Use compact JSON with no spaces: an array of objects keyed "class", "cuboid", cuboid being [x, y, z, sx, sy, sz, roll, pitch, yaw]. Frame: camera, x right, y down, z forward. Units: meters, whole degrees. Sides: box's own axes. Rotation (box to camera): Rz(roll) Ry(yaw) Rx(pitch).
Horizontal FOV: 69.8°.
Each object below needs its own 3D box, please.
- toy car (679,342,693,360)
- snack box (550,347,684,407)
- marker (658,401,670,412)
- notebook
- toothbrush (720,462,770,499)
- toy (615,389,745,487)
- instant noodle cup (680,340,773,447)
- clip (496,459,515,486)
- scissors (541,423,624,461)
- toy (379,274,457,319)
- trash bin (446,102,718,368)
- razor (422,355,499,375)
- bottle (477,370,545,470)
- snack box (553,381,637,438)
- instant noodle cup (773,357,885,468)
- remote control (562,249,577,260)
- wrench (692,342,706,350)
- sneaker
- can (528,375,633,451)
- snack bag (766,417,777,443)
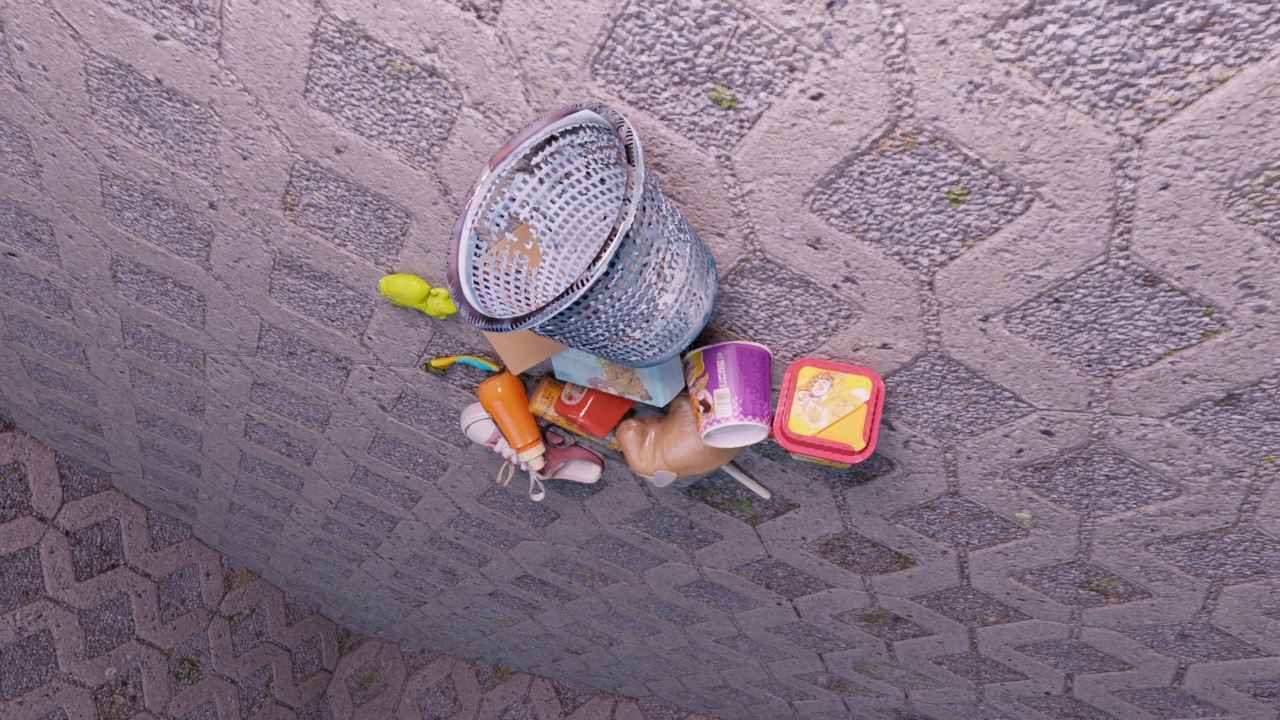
[{"class":"toy car","cuboid":[0.034,-0.036,1.071,0.049,0.031,0.106,8,138,14]},{"class":"snack box","cuboid":[-0.033,-0.005,1.088,0.175,0.051,0.074,13,130,36]},{"class":"marker","cuboid":[0.069,0.081,1.268,0.145,0.016,0.017,30,149,-19]},{"class":"notebook","cuboid":[-0.140,-0.068,1.088,0.208,0.008,0.148,-24,103,50]},{"class":"toothbrush","cuboid":[0.137,0.160,1.361,0.029,0.020,0.189,-7,143,47]},{"class":"toy","cuboid":[0.080,0.091,1.211,0.226,0.082,0.143,-29,136,24]},{"class":"instant noodle cup","cuboid":[0.106,0.044,1.075,0.111,0.099,0.112,-4,156,-2]},{"class":"clip","cuboid":[-0.192,0.149,1.463,0.095,0.102,0.035,3,156,-25]},{"class":"scissors","cuboid":[-0.076,0.112,1.393,0.175,0.133,0.014,-11,-159,-38]},{"class":"toy","cuboid":[-0.287,-0.084,1.181,0.100,0.031,0.097,32,148,-31]},{"class":"trash bin","cuboid":[-0.037,-0.094,0.872,0.227,0.226,0.195,-6,154,37]},{"class":"razor","cuboid":[-0.251,0.007,1.314,0.133,0.028,0.043,0,168,35]},{"class":"bottle","cuboid":[-0.177,0.091,1.318,0.067,0.066,0.149,-16,103,45]},{"class":"snack box","cuboid":[-0.062,0.055,1.212,0.082,0.080,0.091,39,166,-31]},{"class":"instant noodle cup","cuboid":[0.221,0.071,1.085,0.116,0.116,0.124,11,161,13]},{"class":"remote control","cuboid":[-0.054,-0.099,1.034,0.058,0.021,0.150,10,149,14]},{"class":"wrench","cuboid":[-0.024,-0.018,1.150,0.274,0.016,0.056,5,134,20]},{"class":"sneaker","cuboid":[-0.163,0.140,1.400,0.241,0.087,0.119,25,126,-18]},{"class":"can","cuboid":[-0.083,0.075,1.303,0.146,0.058,0.058,26,150,-12]},{"class":"snack bag","cuboid":[0.207,0.108,1.225,0.105,0.026,0.045,29,140,-20]}]
